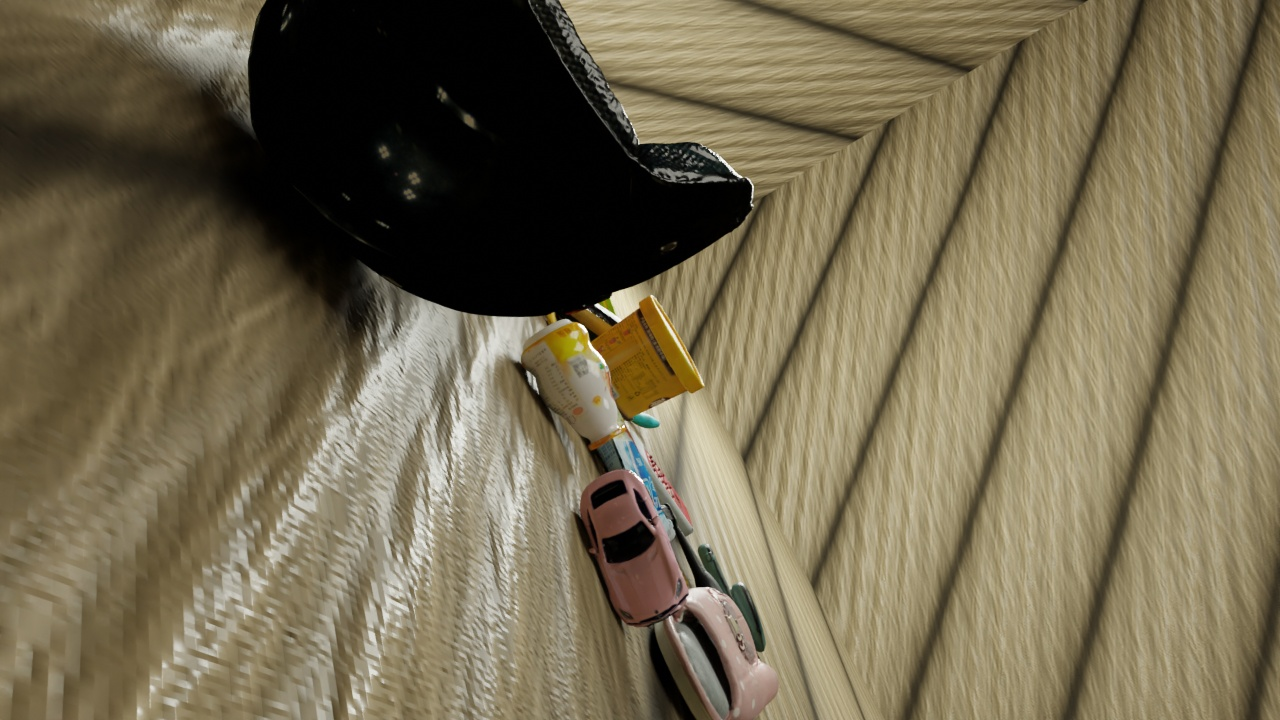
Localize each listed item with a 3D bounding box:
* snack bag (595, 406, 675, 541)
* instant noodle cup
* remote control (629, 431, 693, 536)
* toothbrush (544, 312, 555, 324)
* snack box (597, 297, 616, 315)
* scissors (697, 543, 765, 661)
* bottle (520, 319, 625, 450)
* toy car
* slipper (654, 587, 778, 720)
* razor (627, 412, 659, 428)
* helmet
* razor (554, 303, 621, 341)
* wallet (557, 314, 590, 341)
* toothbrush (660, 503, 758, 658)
[{"bbox_3d":[-0.018,0.092,0.870,0.191,0.039,0.110,62,-5,17],"label":"snack bag"},{"bbox_3d":[-0.006,0.006,1.021,0.118,0.114,0.118,59,5,-9],"label":"instant noodle cup"},{"bbox_3d":[0.020,0.140,1.040,0.136,0.020,0.055,57,7,-25],"label":"remote control"},{"bbox_3d":[-0.100,-0.058,1.017,0.191,0.018,0.016,62,5,28],"label":"toothbrush"},{"bbox_3d":[-0.033,-0.024,1.212,0.086,0.026,0.156,101,-30,-84],"label":"snack box"},{"bbox_3d":[0.098,0.256,0.988,0.171,0.019,0.170,74,-12,-48],"label":"scissors"},{"bbox_3d":[-0.054,0.022,0.776,0.108,0.063,0.063,60,6,2],"label":"bottle"},{"bbox_3d":[-0.007,0.129,0.653,0.037,0.056,0.122,58,4,-50],"label":"toy car"},{"bbox_3d":[0.071,0.243,0.760,0.114,0.054,0.274,61,5,18],"label":"slipper"},{"bbox_3d":[-0.002,0.069,1.172,0.132,0.028,0.043,39,44,-66],"label":"razor"},{"bbox_3d":[-0.082,-0.138,0.526,0.275,0.230,0.233,86,-16,-80],"label":"helmet"},{"bbox_3d":[-0.039,-0.039,1.075,0.167,0.068,0.062,35,32,-40],"label":"razor"},{"bbox_3d":[-0.074,-0.047,1.156,0.101,0.032,0.124,60,5,-28],"label":"wallet"},{"bbox_3d":[0.071,0.240,0.943,0.027,0.026,0.212,-4,57,-47],"label":"toothbrush"}]
